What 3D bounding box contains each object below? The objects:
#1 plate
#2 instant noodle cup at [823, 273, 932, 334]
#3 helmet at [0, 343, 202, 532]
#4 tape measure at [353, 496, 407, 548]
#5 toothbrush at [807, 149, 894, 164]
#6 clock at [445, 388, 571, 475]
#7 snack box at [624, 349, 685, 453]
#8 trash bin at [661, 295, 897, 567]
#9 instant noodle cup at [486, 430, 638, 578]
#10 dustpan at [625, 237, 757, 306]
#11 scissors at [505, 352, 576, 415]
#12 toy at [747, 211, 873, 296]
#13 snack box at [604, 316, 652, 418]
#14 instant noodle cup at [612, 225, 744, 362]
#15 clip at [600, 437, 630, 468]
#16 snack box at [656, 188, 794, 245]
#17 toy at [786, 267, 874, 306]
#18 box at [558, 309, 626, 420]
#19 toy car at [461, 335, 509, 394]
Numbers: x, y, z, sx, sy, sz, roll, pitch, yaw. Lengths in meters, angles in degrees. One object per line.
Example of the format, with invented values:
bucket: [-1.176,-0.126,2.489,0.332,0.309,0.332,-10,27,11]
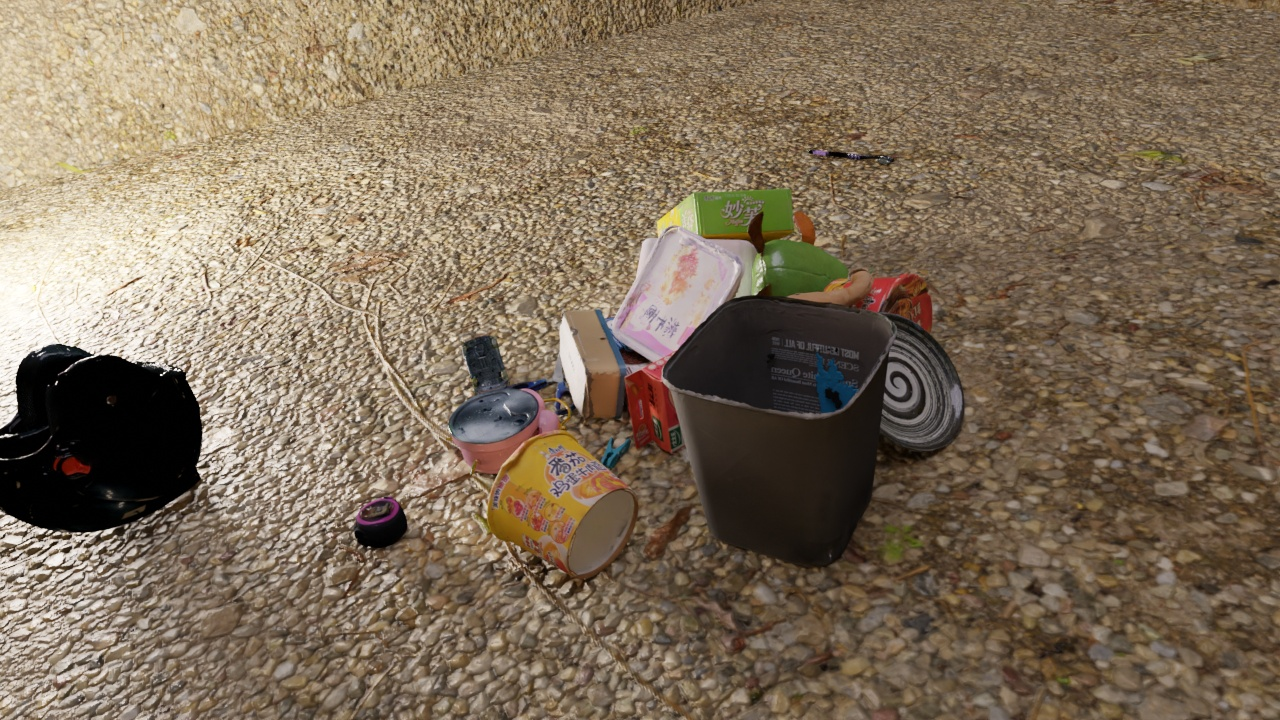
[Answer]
plate: [0.309,0.026,1.092,0.179,0.024,0.179,11,63,-22]
instant noodle cup: [0.304,-0.049,1.209,0.109,0.138,0.137,11,36,43]
helmet: [-0.679,0.100,1.126,0.273,0.230,0.234,-34,25,-35]
tape measure: [-0.302,0.187,1.067,0.058,0.039,0.057,-8,32,2]
toothbrush: [0.422,-0.412,1.853,0.189,0.014,0.016,16,52,34]
clock: [-0.164,0.085,1.177,0.158,0.060,0.117,-24,34,-19]
snack box: [0.050,0.047,1.129,0.126,0.113,0.044,-28,38,-26]
trash bin: [0.152,0.074,0.959,0.199,0.220,0.198,11,38,30]
instant noodle cup: [-0.077,0.159,0.977,0.110,0.138,0.137,29,47,34]
dustpan: [0.093,-0.100,1.391,0.223,0.138,0.273,3,-7,23]
scissors: [-0.124,0.032,1.293,0.162,0.012,0.176,-14,30,-9]
toy: [0.221,-0.104,1.271,0.246,0.226,0.090,13,-14,-39]
snack box: [-0.007,0.007,1.260,0.057,0.058,0.207,-11,31,-8]
instant noodle cup: [0.058,-0.076,1.213,0.138,0.173,0.060,33,9,31]
clip: [-0.033,0.115,1.138,0.038,0.013,0.055,4,35,21]
snack box: [0.129,-0.211,1.443,0.157,0.070,0.210,-5,-3,-15]
toy: [0.205,-0.028,1.148,0.143,0.082,0.226,21,83,31]
box: [-0.065,0.006,1.235,0.059,0.090,0.184,-4,36,-17]
toy car: [-0.225,0.009,1.335,0.054,0.037,0.120,-16,42,-11]
